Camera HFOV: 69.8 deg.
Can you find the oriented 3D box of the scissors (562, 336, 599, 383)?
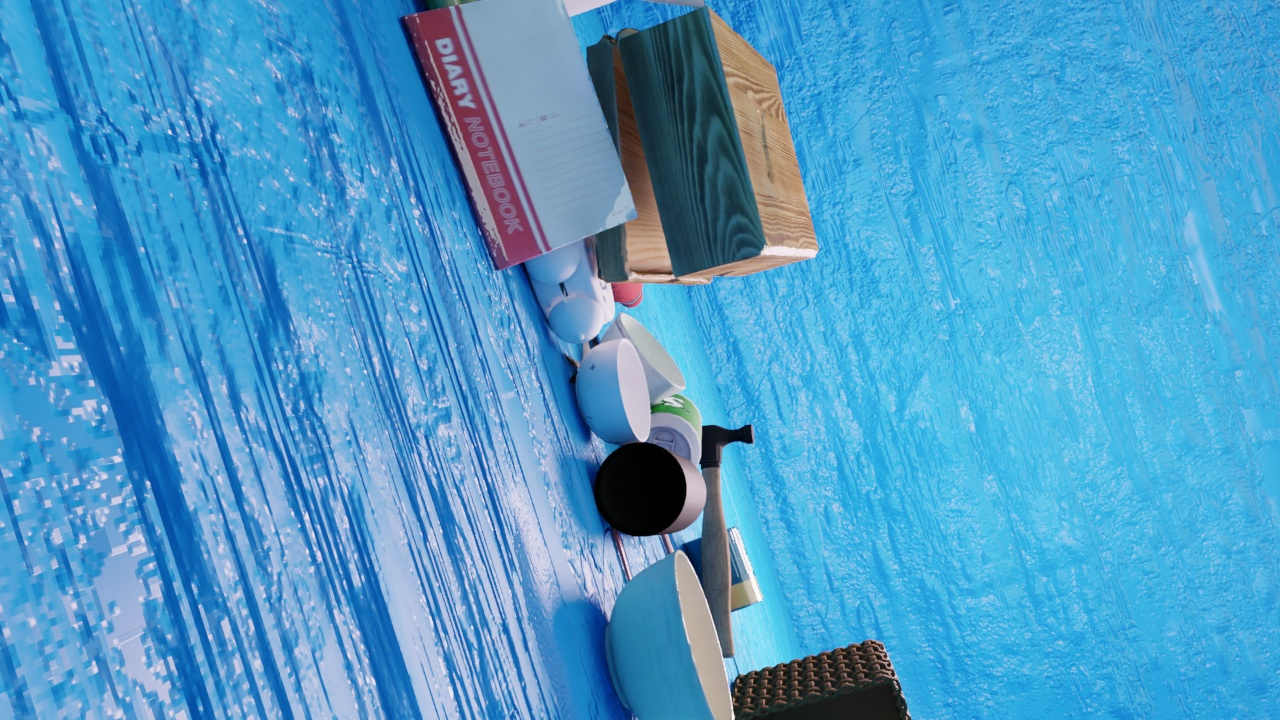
[{"bbox_3d":[-0.052,0.017,0.973,0.162,0.012,0.154,-93,163,-58],"label":"scissors"}]

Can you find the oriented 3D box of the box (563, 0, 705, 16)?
[{"bbox_3d":[0.020,-0.600,1.318,0.119,0.477,0.166,147,-72,-71],"label":"box"}]

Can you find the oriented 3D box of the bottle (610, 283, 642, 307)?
[{"bbox_3d":[-0.033,-0.119,1.233,0.176,0.062,0.062,54,19,-66],"label":"bottle"}]

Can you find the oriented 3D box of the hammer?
[{"bbox_3d":[0.093,0.235,1.217,0.040,0.132,0.304,56,30,-63],"label":"hammer"}]

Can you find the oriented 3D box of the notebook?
[{"bbox_3d":[-0.094,-0.196,0.765,0.012,0.152,0.209,-3,-70,55],"label":"notebook"}]

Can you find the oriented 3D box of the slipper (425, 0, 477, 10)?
[{"bbox_3d":[-0.143,-0.320,0.849,0.190,0.081,0.091,-61,135,-83],"label":"slipper"}]

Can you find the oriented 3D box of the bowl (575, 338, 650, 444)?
[{"bbox_3d":[-0.030,0.033,0.911,0.104,0.054,0.105,-9,89,-75],"label":"bowl"}]

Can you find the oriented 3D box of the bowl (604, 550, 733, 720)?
[{"bbox_3d":[0.017,0.234,0.732,0.150,0.075,0.150,-17,89,-83],"label":"bowl"}]

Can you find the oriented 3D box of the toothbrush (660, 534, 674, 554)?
[{"bbox_3d":[0.039,0.229,1.117,0.016,0.016,0.190,-78,150,-76],"label":"toothbrush"}]

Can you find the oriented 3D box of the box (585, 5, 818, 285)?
[{"bbox_3d":[0.064,-0.208,0.955,0.278,0.168,0.245,-15,95,-67],"label":"box"}]

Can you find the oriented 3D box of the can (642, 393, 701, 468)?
[{"bbox_3d":[0.029,0.092,1.099,0.139,0.088,0.088,-69,140,-78],"label":"can"}]

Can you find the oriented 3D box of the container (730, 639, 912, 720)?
[{"bbox_3d":[0.255,0.533,1.198,0.214,0.220,0.251,25,47,-79],"label":"container"}]

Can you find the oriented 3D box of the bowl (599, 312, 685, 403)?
[{"bbox_3d":[-0.006,0.006,1.081,0.117,0.061,0.117,45,14,-14],"label":"bowl"}]

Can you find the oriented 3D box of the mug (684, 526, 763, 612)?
[{"bbox_3d":[0.112,0.294,1.280,0.114,0.083,0.107,95,-24,-78],"label":"mug"}]

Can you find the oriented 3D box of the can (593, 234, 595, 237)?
[{"bbox_3d":[-0.041,-0.161,1.068,0.086,0.116,0.086,-17,89,-82],"label":"can"}]

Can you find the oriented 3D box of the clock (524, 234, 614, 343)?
[{"bbox_3d":[-0.064,-0.092,0.907,0.160,0.073,0.125,-89,160,-68],"label":"clock"}]

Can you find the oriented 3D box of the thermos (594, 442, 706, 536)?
[{"bbox_3d":[0.018,0.133,0.930,0.198,0.086,0.086,41,32,-76],"label":"thermos"}]

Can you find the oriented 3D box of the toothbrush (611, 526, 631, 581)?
[{"bbox_3d":[0.003,0.242,0.859,0.015,0.016,0.184,21,49,-80],"label":"toothbrush"}]
